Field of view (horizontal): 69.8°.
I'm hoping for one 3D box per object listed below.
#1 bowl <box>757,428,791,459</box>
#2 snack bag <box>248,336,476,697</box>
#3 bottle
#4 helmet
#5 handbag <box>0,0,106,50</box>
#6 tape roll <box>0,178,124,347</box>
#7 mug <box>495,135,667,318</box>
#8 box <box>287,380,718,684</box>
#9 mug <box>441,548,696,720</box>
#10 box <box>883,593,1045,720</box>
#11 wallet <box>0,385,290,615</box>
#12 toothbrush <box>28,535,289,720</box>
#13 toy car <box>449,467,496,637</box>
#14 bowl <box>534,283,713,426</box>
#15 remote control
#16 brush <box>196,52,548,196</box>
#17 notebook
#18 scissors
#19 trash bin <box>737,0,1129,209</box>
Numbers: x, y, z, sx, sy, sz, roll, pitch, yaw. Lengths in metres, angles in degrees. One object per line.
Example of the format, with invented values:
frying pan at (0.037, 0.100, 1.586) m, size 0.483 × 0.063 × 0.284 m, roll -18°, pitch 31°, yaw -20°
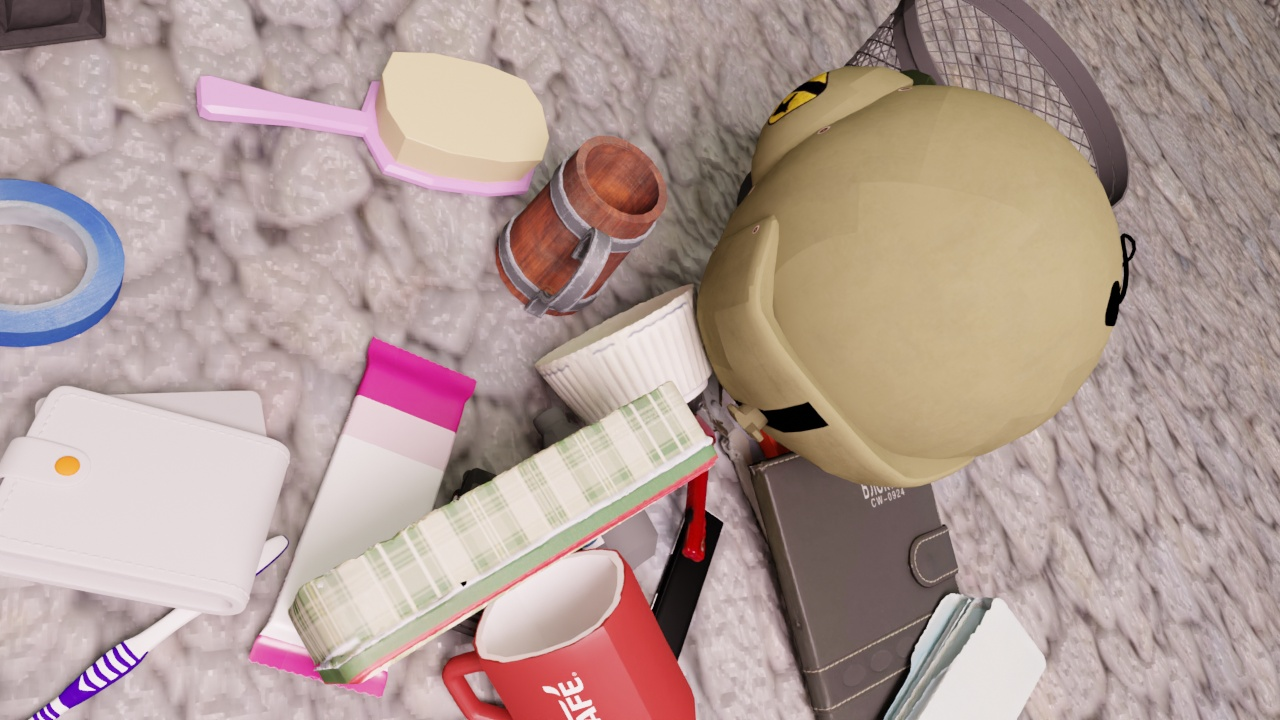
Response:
bowl at (0.130, 0.052, 0.700) m, size 0.122 × 0.035 × 0.121 m, roll 16°, pitch 57°, yaw -26°
snack bag at (-0.147, 0.079, 0.511) m, size 0.070 × 0.016 × 0.196 m, roll 23°, pitch 54°, yaw -19°
bottle at (-0.031, 0.080, 0.568) m, size 0.046 × 0.047 × 0.112 m, roll -23°, pitch 79°, yaw -40°
helmet at (0.146, -0.041, 0.550) m, size 0.250 × 0.256 × 0.232 m, roll 48°, pitch 42°, yaw -10°
handbag at (-0.346, -0.297, 0.468) m, size 0.072 × 0.196 × 0.175 m, roll -28°, pitch 82°, yaw -41°
tape roll at (-0.318, -0.051, 0.468) m, size 0.093 × 0.016 × 0.091 m, roll 33°, pitch 51°, yaw -14°
mug at (-0.042, -0.076, 0.605) m, size 0.081 × 0.111 × 0.117 m, roll 27°, pitch 53°, yaw -19°
box at (-0.067, 0.085, 0.453) m, size 0.205 × 0.118 × 0.050 m, roll -27°, pitch 82°, yaw -31°
mug at (-0.042, 0.167, 0.480) m, size 0.080 × 0.116 × 0.096 m, roll -78°, pitch 147°, yaw -65°
box at (0.194, 0.242, 0.600) m, size 0.198 × 0.067 × 0.083 m, roll -43°, pitch 124°, yaw -31°
wallet at (-0.237, 0.055, 0.445) m, size 0.118 × 0.038 × 0.115 m, roll 18°, pitch 48°, yaw -20°
toothbrush at (-0.238, 0.137, 0.418) m, size 0.015 × 0.016 × 0.186 m, roll 49°, pitch 49°, yaw 2°
toy car at (-0.091, 0.106, 0.519) m, size 0.040 × 0.037 × 0.092 m, roll 26°, pitch 53°, yaw -20°
bowl at (-0.004, 0.003, 0.595) m, size 0.115 × 0.116 × 0.062 m, roll -34°, pitch 100°, yaw -41°
remote control at (0.027, 0.146, 0.593) m, size 0.028 × 0.012 × 0.124 m, roll 35°, pitch 50°, yaw -13°
brush at (-0.170, -0.166, 0.615) m, size 0.228 × 0.043 × 0.089 m, roll 2°, pitch 64°, yaw -34°
notebook at (0.165, 0.155, 0.644) m, size 0.169 × 0.030 × 0.209 m, roll -12°, pitch 88°, yaw -35°
scissors at (0.061, 0.073, 0.644) m, size 0.179 × 0.015 × 0.198 m, roll 50°, pitch 35°, yaw -14°
trash bin at (0.222, -0.152, 0.748) m, size 0.217 × 0.228 × 0.217 m, roll 16°, pitch 57°, yaw -26°
